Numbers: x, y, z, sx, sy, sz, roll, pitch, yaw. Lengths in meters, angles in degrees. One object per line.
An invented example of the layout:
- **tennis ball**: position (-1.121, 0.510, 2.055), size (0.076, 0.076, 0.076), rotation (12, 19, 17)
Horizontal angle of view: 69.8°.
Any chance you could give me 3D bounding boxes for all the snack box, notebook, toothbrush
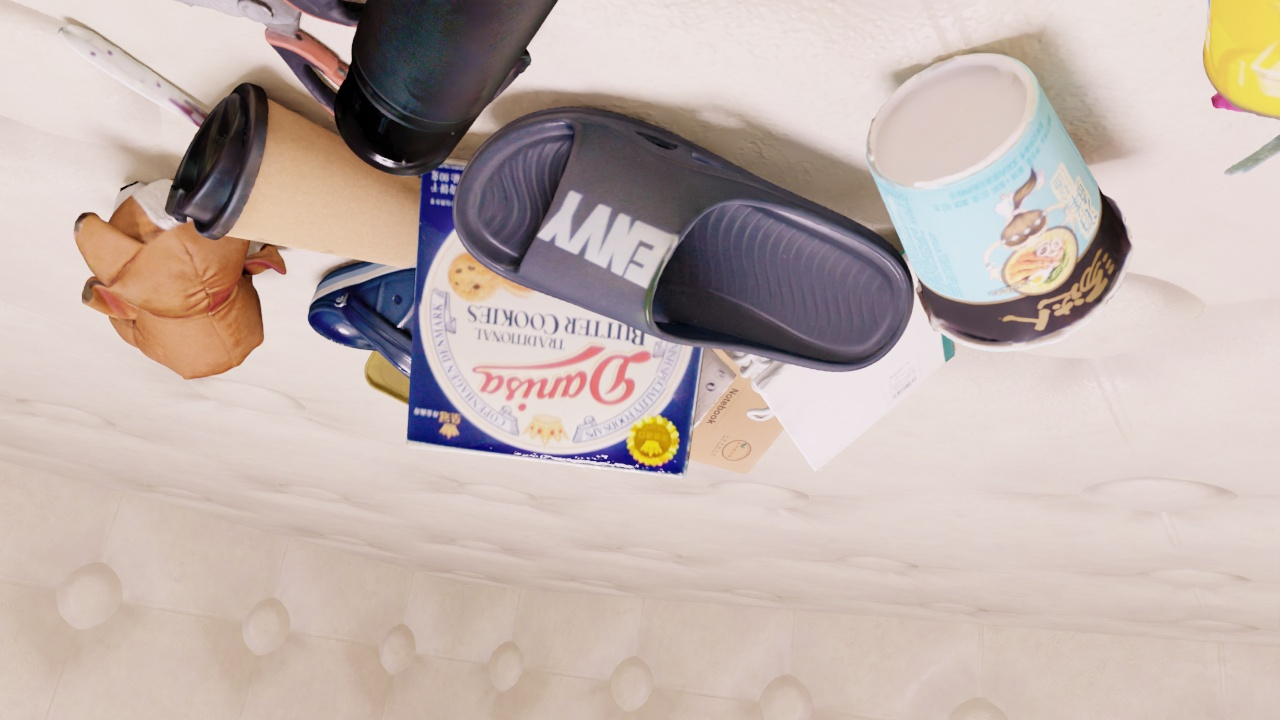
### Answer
- **snack box**: position (-0.047, -0.025, 0.573), size (0.178, 0.183, 0.045), rotation (7, -167, 1)
- **notebook**: position (0.046, 0.032, 0.824), size (0.207, 0.008, 0.148), rotation (17, 128, -22)
- **notebook**: position (0.163, 0.005, 0.659), size (0.150, 0.012, 0.209), rotation (-40, 150, 2)
- **toothbrush**: position (-0.270, -0.146, 0.572), size (0.017, 0.016, 0.187), rotation (7, 162, 35)

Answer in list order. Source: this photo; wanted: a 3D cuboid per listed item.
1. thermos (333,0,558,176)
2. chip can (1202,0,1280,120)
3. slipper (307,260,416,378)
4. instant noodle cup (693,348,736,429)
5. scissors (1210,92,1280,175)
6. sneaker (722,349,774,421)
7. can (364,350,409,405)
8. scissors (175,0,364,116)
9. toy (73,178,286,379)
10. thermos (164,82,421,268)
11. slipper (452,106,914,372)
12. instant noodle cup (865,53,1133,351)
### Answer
- **thermos**: position (-0.053, -0.161, 0.357), size (0.089, 0.068, 0.243), rotation (-31, 179, -35)
- **chip can**: position (0.204, -0.159, 0.262), size (0.072, 0.072, 0.213), rotation (-3, 158, 29)
- **slipper**: position (-0.181, -0.031, 0.730), size (0.253, 0.095, 0.105), rotation (-1, 155, 35)
- **instant noodle cup**: position (-0.004, 0.004, 0.661), size (0.124, 0.116, 0.116), rotation (40, 173, 5)
- **scissors**: position (0.275, -0.105, 0.360), size (0.017, 0.133, 0.135), rotation (62, 172, -21)
- **sneaker**: position (0.089, -0.009, 0.680), size (0.090, 0.090, 0.242), rotation (-7, 154, 34)
- **can**: position (-0.207, 0.019, 0.883), size (0.102, 0.057, 0.083), rotation (27, 174, -6)
- **scissors**: position (-0.175, -0.171, 0.467), size (0.223, 0.015, 0.189), rotation (10, 160, -1)
- **toy**: position (-0.341, -0.072, 0.682), size (0.130, 0.139, 0.200), rotation (51, 155, 4)
- **thermos**: position (-0.202, -0.104, 0.560), size (0.143, 0.093, 0.093), rotation (17, 159, -41)
- **slipper**: position (0.031, -0.061, 0.496), size (0.268, 0.111, 0.083), rotation (18, -169, -7)
- **instant noodle cup**: position (0.168, -0.080, 0.450), size (0.111, 0.111, 0.120), rotation (-7, 147, 37)
